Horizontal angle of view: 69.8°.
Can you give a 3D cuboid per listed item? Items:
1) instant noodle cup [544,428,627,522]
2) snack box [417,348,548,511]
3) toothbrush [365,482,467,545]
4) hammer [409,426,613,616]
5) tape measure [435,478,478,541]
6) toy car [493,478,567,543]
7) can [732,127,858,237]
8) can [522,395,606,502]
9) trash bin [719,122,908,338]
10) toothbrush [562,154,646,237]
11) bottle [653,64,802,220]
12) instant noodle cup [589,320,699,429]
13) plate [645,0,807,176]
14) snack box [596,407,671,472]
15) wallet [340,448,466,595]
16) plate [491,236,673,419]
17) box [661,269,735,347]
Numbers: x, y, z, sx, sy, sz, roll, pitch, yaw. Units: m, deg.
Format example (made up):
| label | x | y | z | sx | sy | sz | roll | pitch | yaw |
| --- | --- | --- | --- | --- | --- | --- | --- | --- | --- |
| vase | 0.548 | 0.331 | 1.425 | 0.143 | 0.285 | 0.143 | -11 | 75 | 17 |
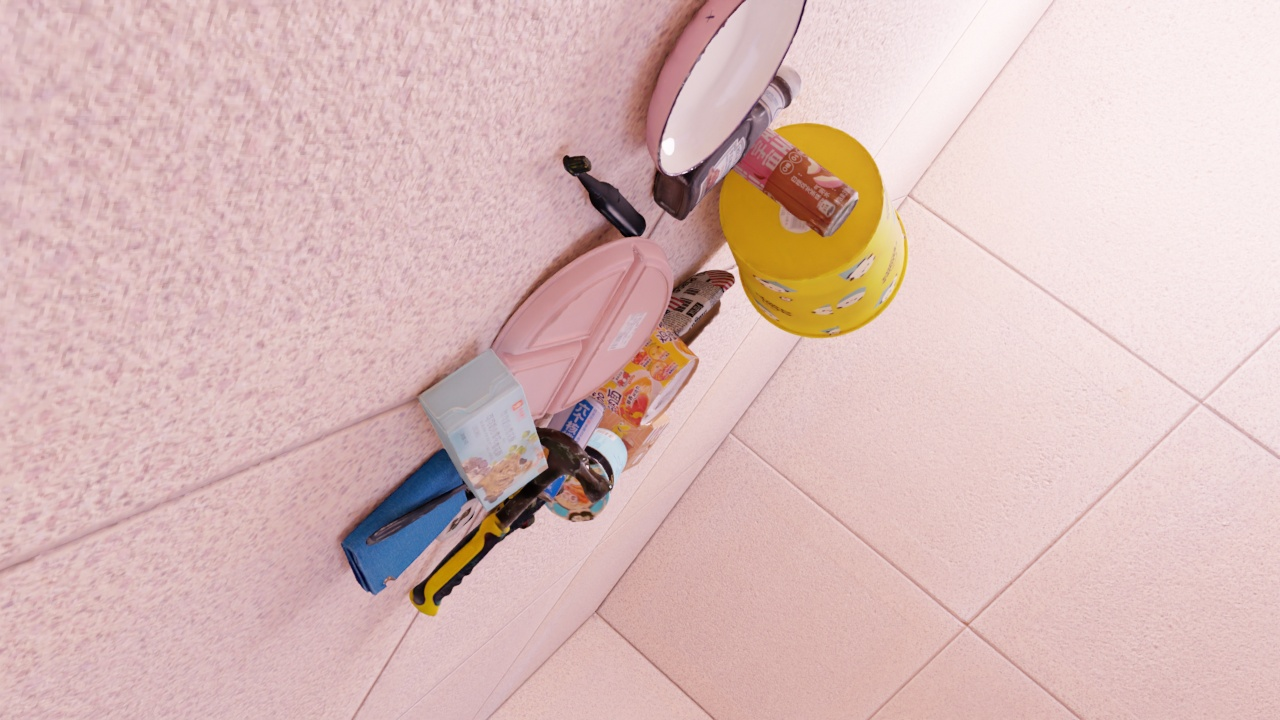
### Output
| label | x | y | z | sx | sy | sz | roll | pitch | yaw |
| --- | --- | --- | --- | --- | --- | --- | --- | --- | --- |
| instant noodle cup | -0.075 | 0.153 | 1.292 | 0.111 | 0.111 | 0.120 | -56 | 174 | 25 |
| snack box | -0.136 | 0.067 | 0.823 | 0.074 | 0.051 | 0.175 | -35 | 154 | -16 |
| toothbrush | -0.189 | 0.135 | 0.872 | 0.180 | 0.018 | 0.016 | -26 | 144 | -52 |
| hammer | -0.175 | 0.197 | 1.078 | 0.324 | 0.126 | 0.031 | -45 | 173 | 26 |
| tape measure | -0.206 | 0.163 | 0.992 | 0.065 | 0.033 | 0.066 | -40 | 162 | -42 |
| toy car | -0.152 | 0.188 | 1.200 | 0.071 | 0.041 | 0.156 | -20 | 160 | -52 |
| can | 0.155 | -0.194 | 0.965 | 0.057 | 0.147 | 0.058 | -48 | 168 | -14 |
| can | -0.095 | 0.101 | 1.108 | 0.134 | 0.053 | 0.053 | -59 | 171 | -17 |
| trash bin | 0.212 | -0.160 | 1.131 | 0.229 | 0.229 | 0.255 | -52 | 163 | 4 |
| toothbrush | -0.028 | -0.135 | 0.762 | 0.212 | 0.027 | 0.026 | 23 | 64 | -77 |
| bottle | 0.090 | -0.221 | 0.899 | 0.194 | 0.044 | 0.080 | -47 | 168 | -21 |
| instant noodle cup | -0.006 | 0.006 | 1.067 | 0.137 | 0.110 | 0.138 | -47 | 166 | -15 |
| plate | 0.063 | -0.241 | 0.750 | 0.192 | 0.039 | 0.193 | -48 | 167 | -14 |
| snack box | -0.020 | 0.107 | 1.393 | 0.094 | 0.077 | 0.092 | -53 | 168 | 14 |
| wallet | -0.226 | 0.156 | 0.888 | 0.132 | 0.040 | 0.107 | -45 | 159 | -29 |
| plate | -0.054 | -0.023 | 0.897 | 0.229 | 0.028 | 0.230 | -36 | 157 | -18 |
| box | 0.069 | -0.067 | 1.203 | 0.162 | 0.076 | 0.088 | -42 | -173 | -38 |
